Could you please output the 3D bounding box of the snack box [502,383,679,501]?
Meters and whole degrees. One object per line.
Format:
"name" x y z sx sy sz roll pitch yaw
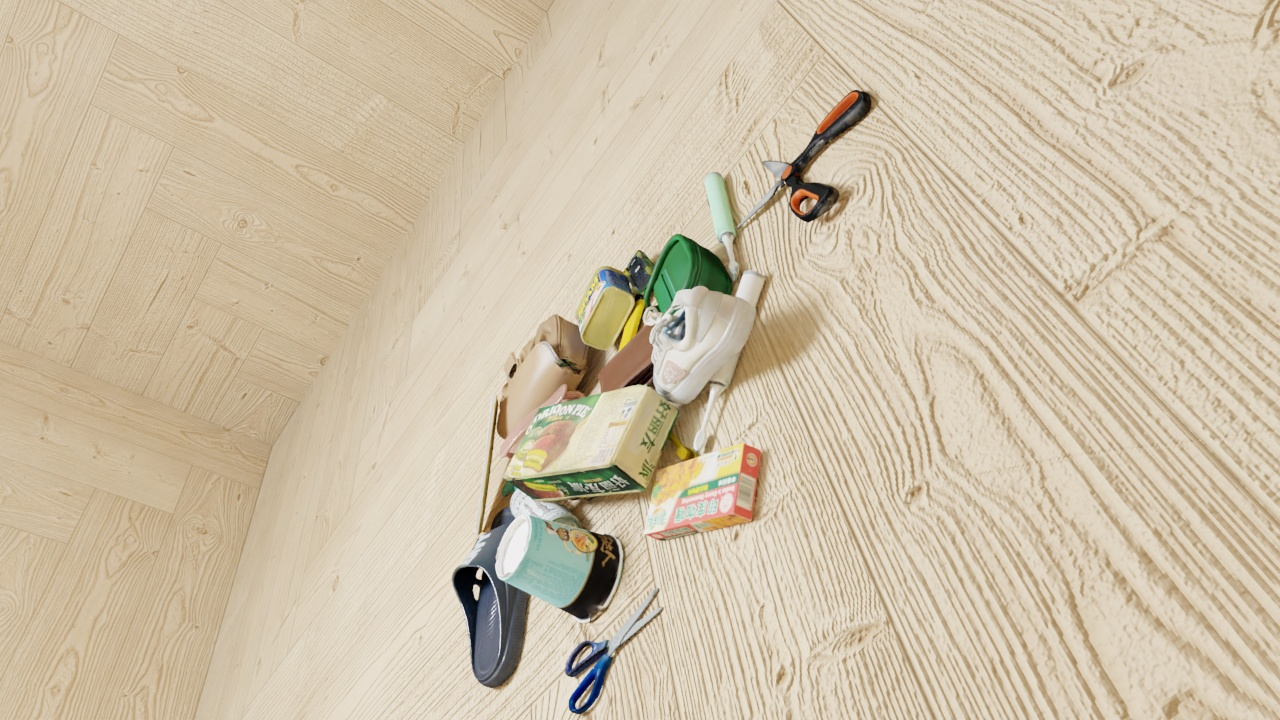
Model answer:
"snack box" -0.066 0.105 1.129 0.241 0.063 0.114 -16 41 50

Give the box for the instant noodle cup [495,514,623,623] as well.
"instant noodle cup" -0.100 0.236 1.071 0.111 0.120 0.111 -43 32 35

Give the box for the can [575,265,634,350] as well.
"can" -0.052 -0.076 1.334 0.102 0.057 0.083 -62 18 19

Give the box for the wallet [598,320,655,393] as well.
"wallet" -0.007 0.007 1.205 0.125 0.032 0.101 -43 26 15

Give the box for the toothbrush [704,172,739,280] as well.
"toothbrush" 0.108 -0.179 1.192 0.224 0.026 0.027 -95 1 -48

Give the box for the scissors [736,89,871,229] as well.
"scissors" 0.193 -0.223 1.089 0.235 0.021 0.220 -48 24 28

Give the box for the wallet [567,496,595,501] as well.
"wallet" -0.059 0.123 1.210 0.090 0.033 0.115 -33 37 41

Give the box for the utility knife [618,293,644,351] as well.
"utility knife" -0.017 -0.028 1.293 0.033 0.015 0.153 -28 43 61

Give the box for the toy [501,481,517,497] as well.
"toy" -0.165 0.179 1.358 0.096 0.030 0.092 -54 31 1

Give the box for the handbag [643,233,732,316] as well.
"handbag" 0.052 -0.088 1.161 0.120 0.068 0.131 -53 27 19

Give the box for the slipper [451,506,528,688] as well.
"slipper" -0.206 0.306 1.250 0.111 0.083 0.267 -41 34 34

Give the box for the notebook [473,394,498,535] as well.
"notebook" -0.234 0.161 1.404 0.146 0.010 0.206 132 144 -79

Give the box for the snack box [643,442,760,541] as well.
"snack box" 0.063 0.141 0.968 0.156 0.027 0.076 -27 44 51

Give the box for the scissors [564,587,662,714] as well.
"scissors" -0.031 0.318 0.993 0.172 0.012 0.140 -30 39 47

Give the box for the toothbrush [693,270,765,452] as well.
"toothbrush" 0.098 0.000 1.041 0.026 0.027 0.220 63 -136 -69

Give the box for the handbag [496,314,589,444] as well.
"handbag" -0.154 0.034 1.389 0.205 0.099 0.147 -60 22 20

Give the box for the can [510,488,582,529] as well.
"can" -0.126 0.210 1.219 0.058 0.058 0.147 -64 25 -2

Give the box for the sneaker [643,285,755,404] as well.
"sneaker" 0.041 -0.017 1.033 0.243 0.090 0.089 131 160 -66

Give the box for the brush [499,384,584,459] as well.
"brush" -0.133 0.099 1.304 0.146 0.073 0.063 -47 34 9

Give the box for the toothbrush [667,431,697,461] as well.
"toothbrush" 0.025 0.082 1.107 0.016 0.016 0.190 -59 26 6

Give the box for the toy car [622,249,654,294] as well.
"toy car" 0.004 -0.126 1.322 0.043 0.036 0.091 -52 27 18
